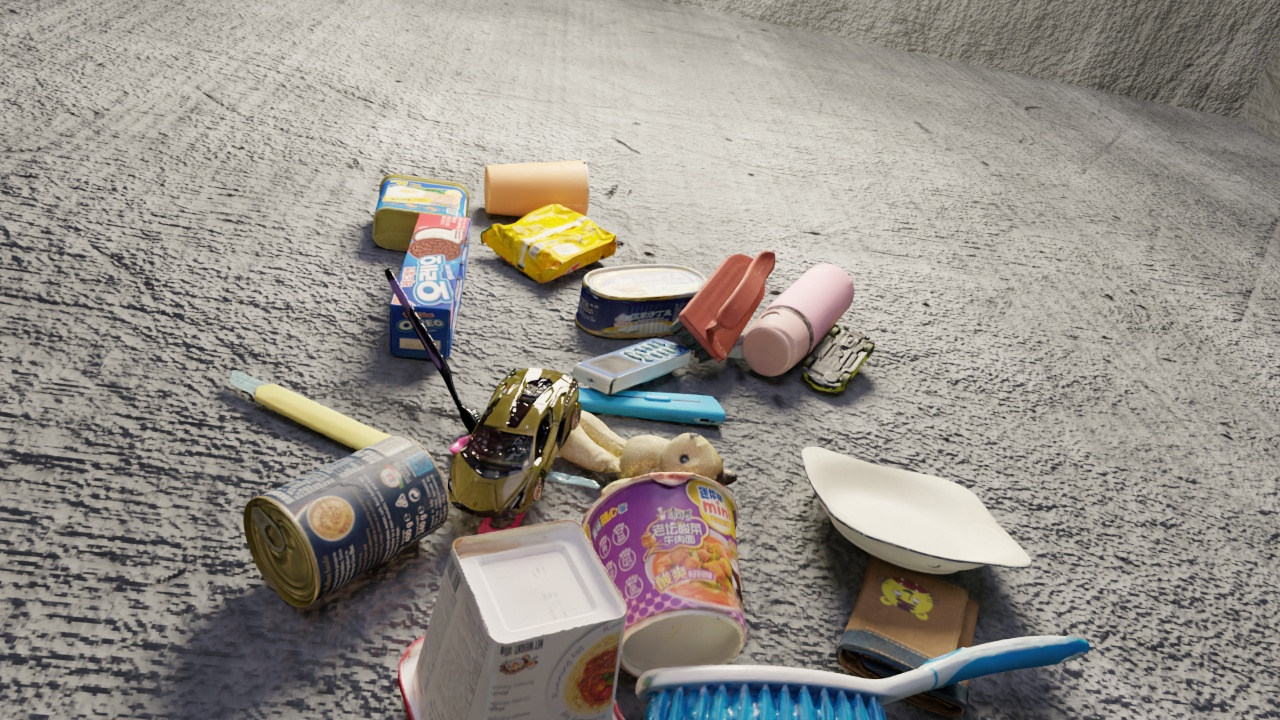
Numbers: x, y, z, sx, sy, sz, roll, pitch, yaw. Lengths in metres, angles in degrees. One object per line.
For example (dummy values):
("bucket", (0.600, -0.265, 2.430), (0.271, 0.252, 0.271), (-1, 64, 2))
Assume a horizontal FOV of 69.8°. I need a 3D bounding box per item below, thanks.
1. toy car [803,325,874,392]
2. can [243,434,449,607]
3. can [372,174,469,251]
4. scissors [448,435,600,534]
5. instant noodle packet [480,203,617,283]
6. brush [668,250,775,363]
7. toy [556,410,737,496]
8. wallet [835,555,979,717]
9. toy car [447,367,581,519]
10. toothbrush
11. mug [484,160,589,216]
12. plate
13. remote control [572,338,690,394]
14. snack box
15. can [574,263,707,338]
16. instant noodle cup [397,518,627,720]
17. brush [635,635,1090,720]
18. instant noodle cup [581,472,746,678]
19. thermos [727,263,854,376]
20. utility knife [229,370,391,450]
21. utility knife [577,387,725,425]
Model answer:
("toy car", (0.207, 0.002, 0.964), (0.048, 0.032, 0.105), (28, 45, 22))
("can", (-0.190, 0.102, 0.606), (0.075, 0.075, 0.110), (31, 35, 26))
("can", (-0.246, -0.162, 1.029), (0.102, 0.057, 0.083), (6, 35, -11))
("scissors", (-0.094, 0.087, 0.707), (0.133, 0.017, 0.133), (10, 38, 20))
("instant noodle packet", (-0.103, -0.135, 1.052), (0.111, 0.044, 0.128), (32, 38, 25))
("brush", (0.093, -0.063, 0.934), (0.063, 0.069, 0.145), (48, 46, -11))
("toy", (-0.001, 0.075, 0.734), (0.157, 0.066, 0.104), (15, 20, 35))
("wallet", (0.194, 0.192, 0.654), (0.090, 0.033, 0.115), (22, 29, 16))
("toy car", (-0.094, 0.059, 0.700), (0.070, 0.042, 0.157), (8, 38, 10))
("toothbrush", (-0.176, -0.008, 0.789), (0.016, 0.014, 0.189), (-7, 57, -51))
("mug", (-0.130, -0.211, 1.138), (0.122, 0.078, 0.078), (0, 34, -15))
("plate", (0.210, 0.127, 0.735), (0.164, 0.034, 0.163), (13, 16, -6))
("remote control", (-0.005, 0.005, 0.871), (0.049, 0.024, 0.124), (19, 24, 36))
("snack box", (-0.204, -0.079, 0.910), (0.058, 0.057, 0.207), (5, 32, -8))
("can", (0.003, -0.064, 0.973), (0.148, 0.049, 0.074), (-7, 36, -30))
("instant noodle cup", (-0.066, 0.163, 0.509), (0.116, 0.124, 0.116), (-6, 37, -28))
("brush", (0.145, 0.211, 0.548), (0.314, 0.061, 0.109), (6, 47, -10))
("instant noodle cup", (0.018, 0.145, 0.596), (0.111, 0.112, 0.099), (6, 41, -12))
("thermos", (0.163, -0.044, 0.997), (0.087, 0.067, 0.198), (-6, 20, 34))
("utility knife", (-0.255, 0.043, 0.730), (0.183, 0.019, 0.030), (27, 29, 10))
("utility knife", (-0.014, 0.038, 0.833), (0.182, 0.018, 0.034), (5, 33, -10))
